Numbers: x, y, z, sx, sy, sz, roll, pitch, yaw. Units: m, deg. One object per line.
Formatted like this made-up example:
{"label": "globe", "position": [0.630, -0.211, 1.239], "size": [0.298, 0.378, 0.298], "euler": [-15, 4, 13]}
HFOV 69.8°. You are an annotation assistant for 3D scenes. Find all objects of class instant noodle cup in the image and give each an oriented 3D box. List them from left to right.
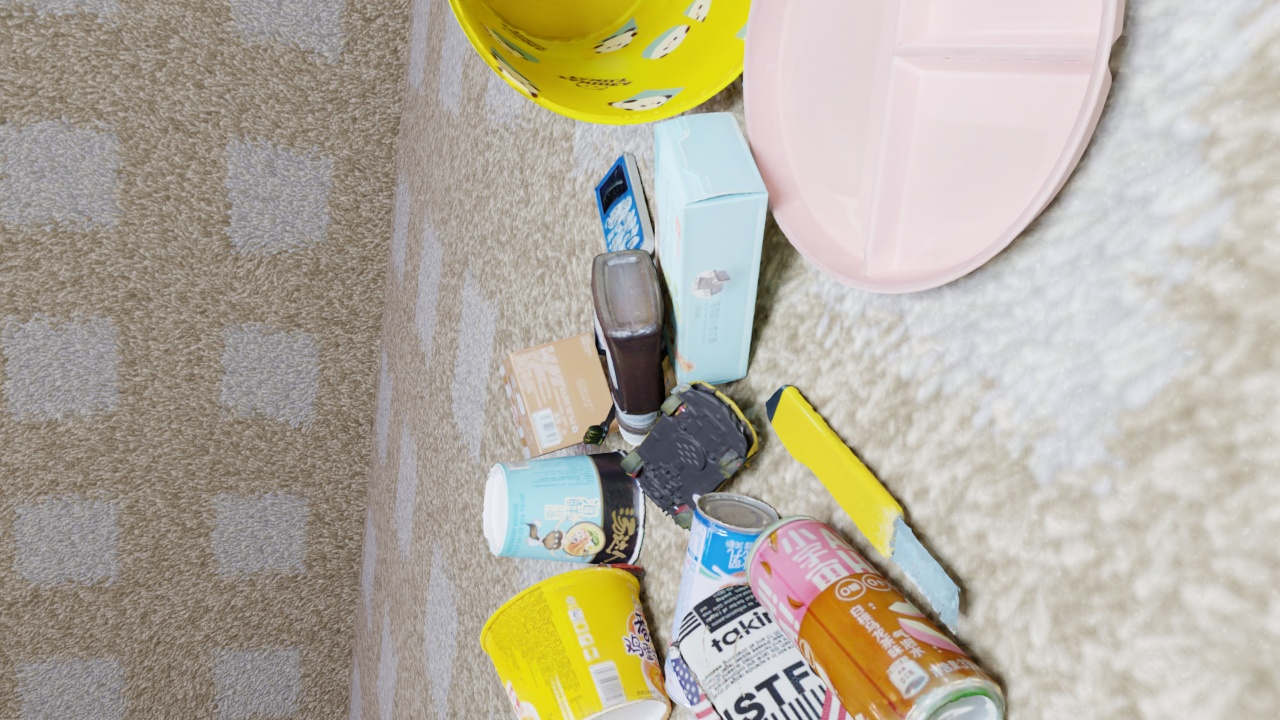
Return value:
{"label": "instant noodle cup", "position": [-0.072, 0.132, 0.804], "size": [0.111, 0.120, 0.111], "euler": [-178, 90, -68]}
{"label": "instant noodle cup", "position": [-0.045, 0.247, 0.724], "size": [0.109, 0.137, 0.138], "euler": [62, 143, 37]}

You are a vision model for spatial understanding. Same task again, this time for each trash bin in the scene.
{"label": "trash bin", "position": [-0.039, -0.310, 0.666], "size": [0.255, 0.229, 0.230], "euler": [-119, 38, -61]}

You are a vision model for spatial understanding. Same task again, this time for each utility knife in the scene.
{"label": "utility knife", "position": [0.023, 0.001, 0.737], "size": [0.031, 0.018, 0.167], "euler": [122, 140, -60]}
{"label": "utility knife", "position": [0.114, 0.070, 0.493], "size": [0.209, 0.015, 0.033], "euler": [-122, 41, -58]}

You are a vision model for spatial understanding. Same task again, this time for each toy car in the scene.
{"label": "toy car", "position": [0.036, 0.064, 0.632], "size": [0.071, 0.041, 0.156], "euler": [44, 146, 11]}

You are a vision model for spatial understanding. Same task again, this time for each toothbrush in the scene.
{"label": "toothbrush", "position": [0.003, -0.001, 0.724], "size": [0.213, 0.027, 0.026], "euler": [-57, 49, 37]}

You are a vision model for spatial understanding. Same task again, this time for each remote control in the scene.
{"label": "remote control", "position": [-0.014, -0.129, 0.812], "size": [0.049, 0.024, 0.124], "euler": [-45, 42, 35]}

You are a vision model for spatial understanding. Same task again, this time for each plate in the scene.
{"label": "plate", "position": [0.125, -0.147, 0.436], "size": [0.230, 0.028, 0.230], "euler": [22, 115, 58]}

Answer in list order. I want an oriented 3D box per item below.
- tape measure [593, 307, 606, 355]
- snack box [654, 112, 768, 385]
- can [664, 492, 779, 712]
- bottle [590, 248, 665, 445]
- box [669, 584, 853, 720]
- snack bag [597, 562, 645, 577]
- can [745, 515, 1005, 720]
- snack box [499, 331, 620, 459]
{"label": "tape measure", "position": [-0.016, -0.039, 0.806], "size": [0.066, 0.033, 0.066], "euler": [163, 106, -65]}
{"label": "snack box", "position": [0.040, -0.063, 0.580], "size": [0.175, 0.051, 0.074], "euler": [88, 171, -52]}
{"label": "can", "position": [0.050, 0.157, 0.592], "size": [0.053, 0.053, 0.135], "euler": [-139, 55, -63]}
{"label": "bottle", "position": [-0.004, 0.004, 0.653], "size": [0.195, 0.044, 0.079], "euler": [85, 176, -60]}
{"label": "box", "position": [0.075, 0.207, 0.502], "size": [0.162, 0.076, 0.088], "euler": [49, 157, 38]}
{"label": "snack bag", "position": [-0.032, 0.204, 0.798], "size": [0.106, 0.045, 0.026], "euler": [115, 148, -41]}
{"label": "can", "position": [0.108, 0.134, 0.449], "size": [0.147, 0.057, 0.058], "euler": [-136, 53, -61]}
{"label": "snack box", "position": [-0.075, 0.034, 0.839], "size": [0.094, 0.077, 0.092], "euler": [148, 104, -73]}
